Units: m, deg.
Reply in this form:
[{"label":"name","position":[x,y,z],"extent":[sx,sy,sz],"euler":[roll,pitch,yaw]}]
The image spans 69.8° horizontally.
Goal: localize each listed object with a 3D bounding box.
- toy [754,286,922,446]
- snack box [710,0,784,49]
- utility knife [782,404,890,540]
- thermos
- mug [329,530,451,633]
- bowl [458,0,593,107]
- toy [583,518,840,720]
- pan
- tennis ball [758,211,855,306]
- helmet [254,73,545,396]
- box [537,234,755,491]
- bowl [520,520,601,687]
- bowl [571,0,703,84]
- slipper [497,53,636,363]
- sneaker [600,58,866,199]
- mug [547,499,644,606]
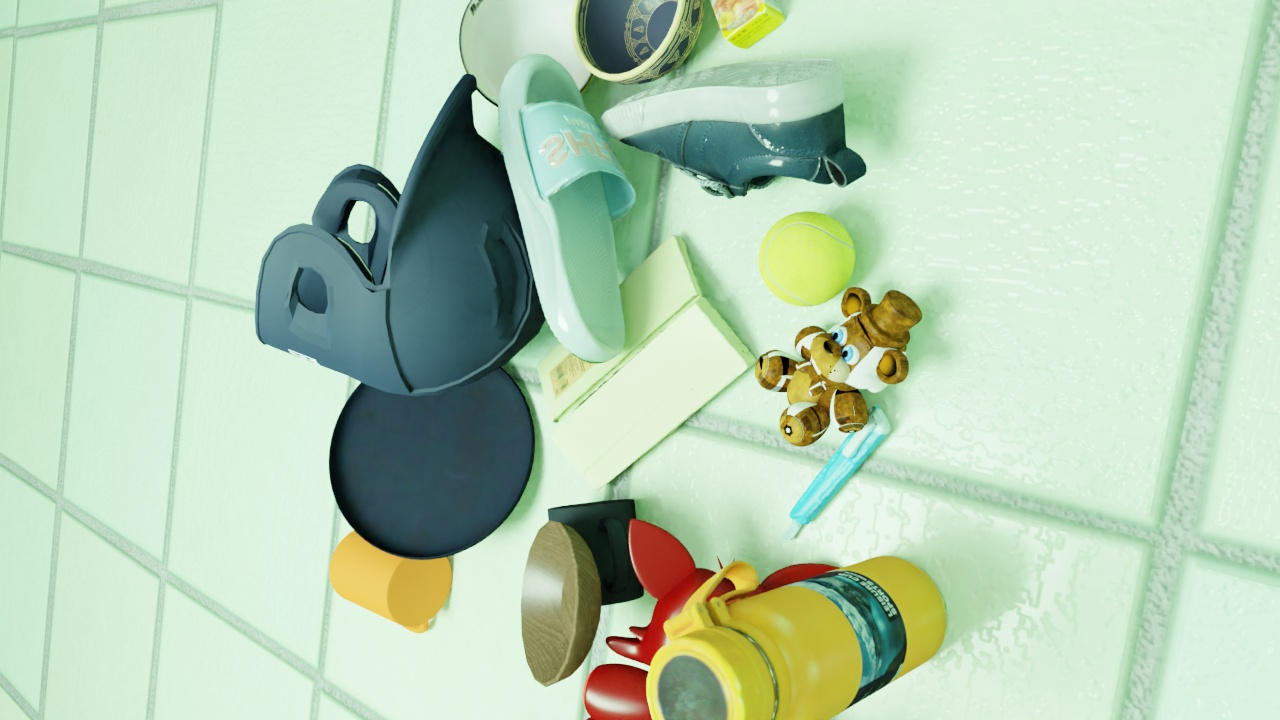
[{"label":"toy","position":[0.136,0.000,0.612],"extent":[0.113,0.067,0.087],"euler":[-55,42,39]},{"label":"snack box","position":[0.065,-0.312,0.699],"extent":[0.040,0.028,0.148],"euler":[-27,72,35]},{"label":"utility knife","position":[0.132,0.082,0.645],"extent":[0.124,0.015,0.022],"euler":[-56,45,26]},{"label":"thermos","position":[0.092,0.163,0.535],"extent":[0.091,0.232,0.076],"euler":[34,110,35]},{"label":"mug","position":[-0.244,0.227,0.914],"extent":[0.096,0.077,0.113],"euler":[8,122,39]},{"label":"bowl","position":[-0.093,-0.268,0.789],"extent":[0.117,0.067,0.117],"euler":[0,101,-2]},{"label":"toy","position":[0.043,0.224,0.646],"extent":[0.158,0.120,0.197],"euler":[14,87,2]},{"label":"pan","position":[-0.191,0.007,0.869],"extent":[0.199,0.021,0.356],"euler":[-2,74,11]},{"label":"tennis ball","position":[0.114,-0.070,0.630],"extent":[0.065,0.065,0.065],"euler":[-1,88,39]},{"label":"helmet","position":[-0.171,-0.100,0.761],"extent":[0.232,0.223,0.273],"euler":[-103,29,-66]},{"label":"box","position":[-0.009,0.004,0.745],"extent":[0.188,0.047,0.140],"euler":[-40,63,31]},{"label":"bowl","position":[-0.055,0.177,0.673],"extent":[0.118,0.030,0.118],"euler":[8,90,65]},{"label":"bowl","position":[0.007,-0.270,0.724],"extent":[0.113,0.061,0.112],"euler":[-1,88,39]},{"label":"slipper","position":[-0.043,-0.120,0.715],"extent":[0.074,0.104,0.245],"euler":[-15,82,27]},{"label":"sneaker","position":[0.061,-0.162,0.667],"extent":[0.236,0.089,0.087],"euler":[18,132,53]},{"label":"mug","position":[-0.031,0.152,0.726],"extent":[0.105,0.071,0.077],"euler":[157,108,-69]}]
